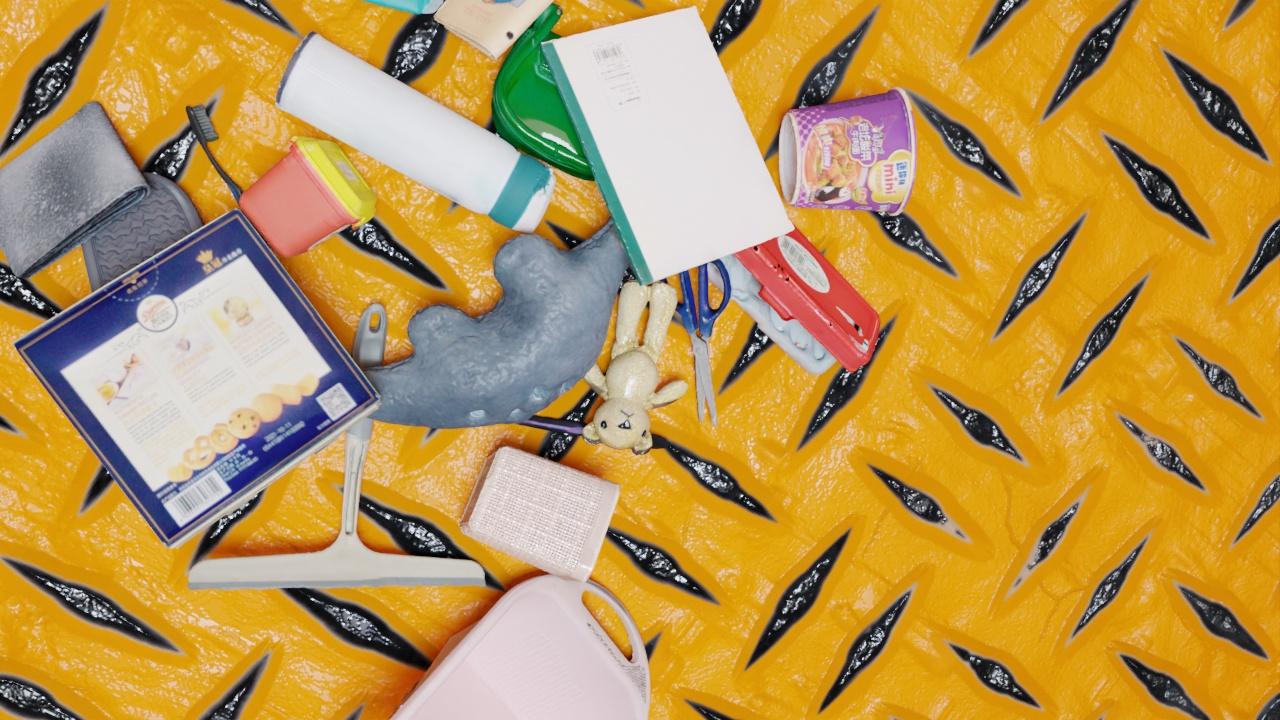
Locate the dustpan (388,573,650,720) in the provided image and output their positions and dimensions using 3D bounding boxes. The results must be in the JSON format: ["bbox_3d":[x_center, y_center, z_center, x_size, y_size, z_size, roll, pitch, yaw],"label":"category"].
[{"bbox_3d":[-0.094,0.319,0.788,0.139,0.272,0.222,-29,109,20],"label":"dustpan"}]

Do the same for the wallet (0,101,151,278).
[{"bbox_3d":[-0.445,-0.131,0.704,0.121,0.019,0.097,-37,71,-3],"label":"wallet"}]

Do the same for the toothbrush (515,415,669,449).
[{"bbox_3d":[-0.064,0.062,0.845,0.189,0.017,0.014,10,86,-10],"label":"toothbrush"}]

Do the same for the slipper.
[{"bbox_3d":[-0.365,-0.017,0.739,0.110,0.083,0.268,-18,85,-13],"label":"slipper"}]

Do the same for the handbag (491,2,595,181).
[{"bbox_3d":[-0.054,-0.219,0.764,0.131,0.068,0.120,23,89,-14],"label":"handbag"}]

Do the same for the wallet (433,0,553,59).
[{"bbox_3d":[-0.106,-0.301,0.741,0.087,0.024,0.115,39,84,26],"label":"wallet"}]

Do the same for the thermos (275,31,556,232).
[{"bbox_3d":[-0.176,-0.177,0.748,0.224,0.073,0.073,27,93,-14],"label":"thermos"}]

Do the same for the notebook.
[{"bbox_3d":[0.024,-0.179,0.746,0.150,0.012,0.209,-22,88,-23],"label":"notebook"}]

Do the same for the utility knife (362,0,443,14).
[{"bbox_3d":[-0.240,-0.309,0.738,0.161,0.013,0.029,11,99,-13],"label":"utility knife"}]

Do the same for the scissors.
[{"bbox_3d":[0.046,-0.021,0.841,0.012,0.128,0.174,-29,148,-44],"label":"scissors"}]

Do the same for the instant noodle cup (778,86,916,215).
[{"bbox_3d":[0.177,-0.179,0.804,0.099,0.111,0.111,-5,101,-3],"label":"instant noodle cup"}]

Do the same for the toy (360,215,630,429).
[{"bbox_3d":[-0.107,-0.023,0.771,0.356,0.091,0.138,-34,104,-7],"label":"toy"}]

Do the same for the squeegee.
[{"bbox_3d":[-0.245,0.072,0.794,0.246,0.039,0.246,5,94,-25],"label":"squeegee"}]

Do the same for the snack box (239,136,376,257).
[{"bbox_3d":[-0.264,-0.129,0.728,0.080,0.091,0.082,-34,104,3],"label":"snack box"}]

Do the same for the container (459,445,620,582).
[{"bbox_3d":[-0.091,0.132,0.803,0.111,0.090,0.090,24,73,-12],"label":"container"}]

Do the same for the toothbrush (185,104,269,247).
[{"bbox_3d":[-0.322,-0.121,0.756,0.016,0.014,0.189,-32,107,-29],"label":"toothbrush"}]

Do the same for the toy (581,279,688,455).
[{"bbox_3d":[-0.005,0.005,0.817,0.105,0.066,0.157,12,91,-7],"label":"toy"}]

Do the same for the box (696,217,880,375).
[{"bbox_3d":[0.124,-0.070,0.842,0.201,0.092,0.094,43,46,-15],"label":"box"}]

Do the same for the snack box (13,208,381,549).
[{"bbox_3d":[-0.319,0.012,0.678,0.177,0.046,0.182,-36,92,-15],"label":"snack box"}]
